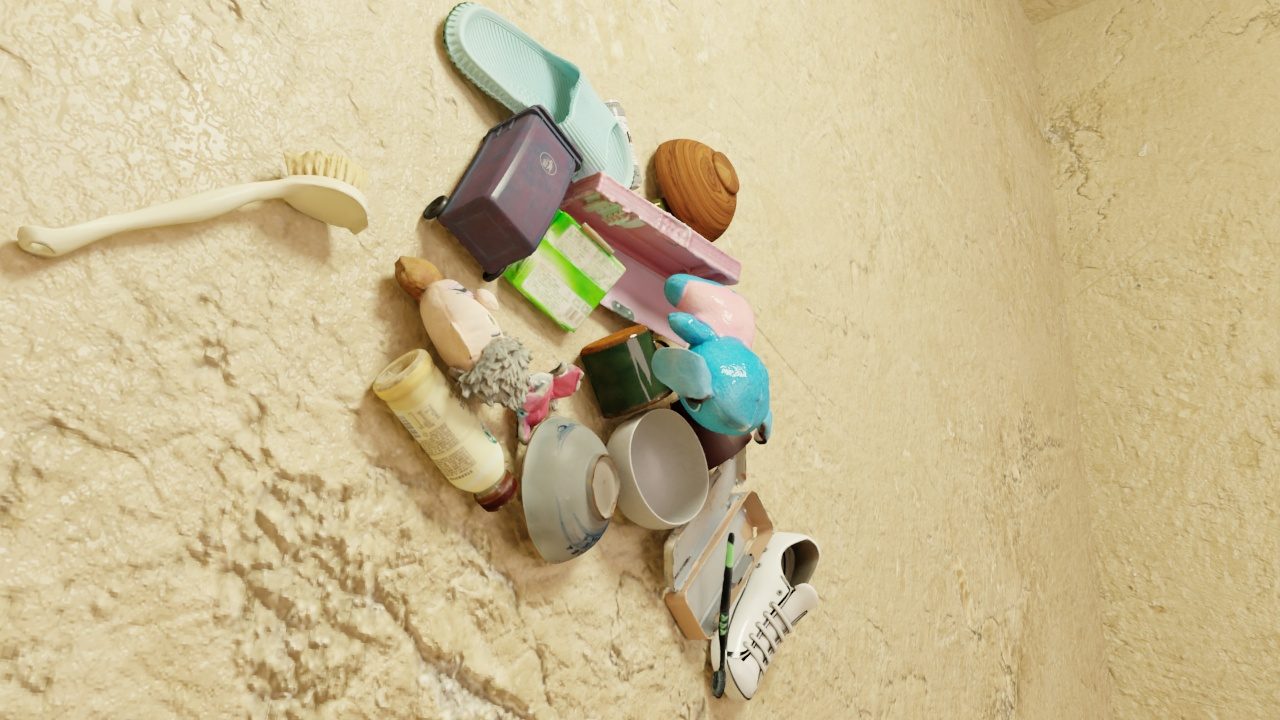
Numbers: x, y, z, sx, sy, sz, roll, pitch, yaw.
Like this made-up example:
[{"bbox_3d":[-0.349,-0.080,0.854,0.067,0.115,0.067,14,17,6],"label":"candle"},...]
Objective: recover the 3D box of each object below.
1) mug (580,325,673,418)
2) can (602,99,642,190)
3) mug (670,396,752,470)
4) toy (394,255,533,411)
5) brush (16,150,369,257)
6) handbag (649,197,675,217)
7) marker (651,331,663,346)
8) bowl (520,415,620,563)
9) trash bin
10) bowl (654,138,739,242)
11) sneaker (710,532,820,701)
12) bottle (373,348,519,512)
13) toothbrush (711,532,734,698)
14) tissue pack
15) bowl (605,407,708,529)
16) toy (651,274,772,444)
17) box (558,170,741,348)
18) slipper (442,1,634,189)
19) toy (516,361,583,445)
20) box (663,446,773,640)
[{"bbox_3d":[-0.006,0.006,1.021,0.110,0.085,0.081,-25,97,-30],"label":"mug"},{"bbox_3d":[-0.031,-0.258,1.115,0.043,0.044,0.106,-15,91,-52],"label":"can"},{"bbox_3d":[0.085,0.072,1.123,0.113,0.087,0.088,-35,94,-33],"label":"mug"},{"bbox_3d":[-0.159,-0.029,0.843,0.076,0.133,0.176,-38,94,-4],"label":"toy"},{"bbox_3d":[-0.324,-0.116,0.701,0.271,0.062,0.077,-22,80,-48],"label":"brush"},{"bbox_3d":[0.045,-0.119,1.169,0.083,0.028,0.178,-27,96,-51],"label":"handbag"},{"bbox_3d":[0.024,-0.035,1.137,0.014,0.014,0.132,57,41,-22],"label":"marker"},{"bbox_3d":[-0.058,0.127,0.917,0.150,0.057,0.150,-5,90,-68],"label":"bowl"},{"bbox_3d":[-0.132,-0.174,0.928,0.094,0.092,0.160,48,41,-31],"label":"trash bin"},{"bbox_3d":[0.089,-0.235,1.213,0.147,0.069,0.147,39,39,-41],"label":"bowl"},{"bbox_3d":[0.171,0.312,1.143,0.091,0.097,0.244,59,40,-20],"label":"sneaker"},{"bbox_3d":[-0.170,0.067,0.827,0.162,0.057,0.056,56,42,-24],"label":"bottle"},{"bbox_3d":[0.097,0.294,1.065,0.017,0.014,0.187,29,63,-57],"label":"toothbrush"},{"bbox_3d":[-0.077,-0.094,0.974,0.099,0.034,0.114,-49,126,0],"label":"tissue pack"},{"bbox_3d":[0.010,0.123,1.025,0.131,0.065,0.131,22,59,-42],"label":"bowl"},{"bbox_3d":[0.095,0.001,1.032,0.224,0.099,0.191,31,43,-45],"label":"toy"},{"bbox_3d":[0.001,-0.105,1.054,0.232,0.099,0.115,28,66,-36],"label":"box"},{"bbox_3d":[-0.093,-0.287,1.003,0.276,0.070,0.115,38,54,-29],"label":"slipper"},{"bbox_3d":[-0.103,0.034,0.935,0.102,0.050,0.066,-36,141,-43],"label":"toy"},{"bbox_3d":[0.093,0.215,1.113,0.215,0.063,0.157,-46,135,-47],"label":"box"}]
